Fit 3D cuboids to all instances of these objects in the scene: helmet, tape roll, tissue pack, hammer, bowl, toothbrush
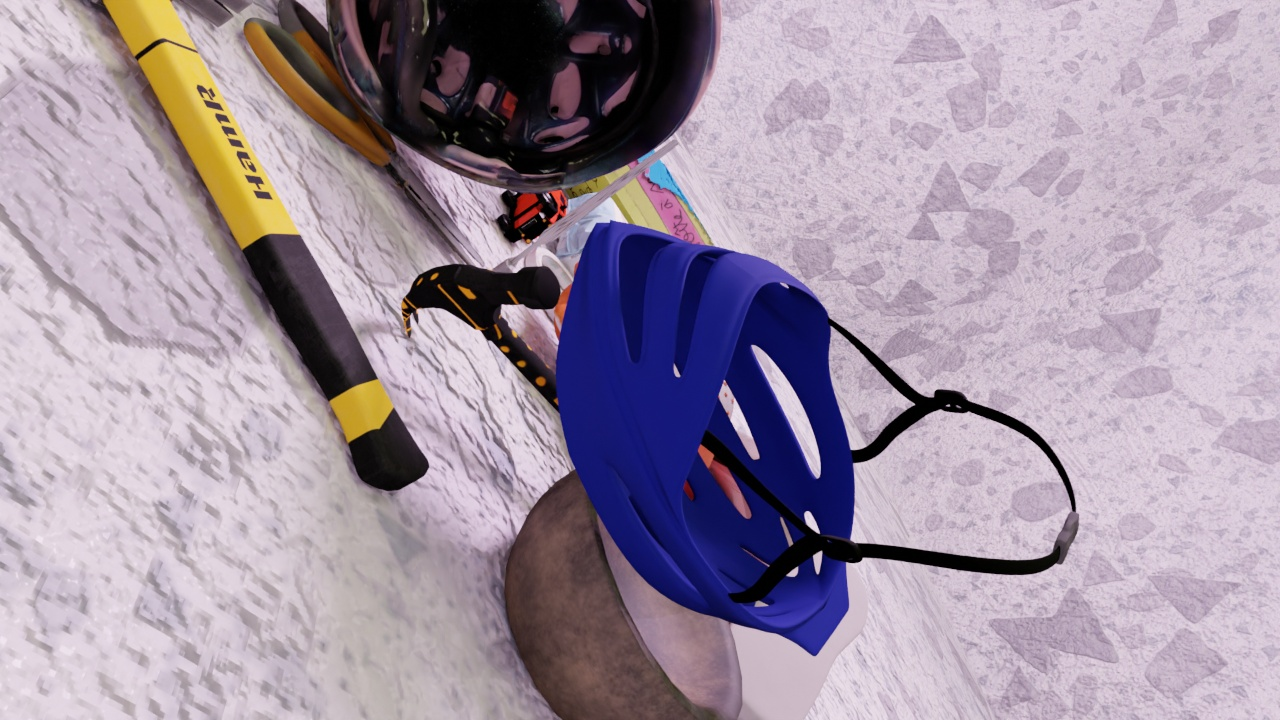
[{"bbox_3d":[-0.078,-0.233,0.640,0.152,0.255,0.230,-120,-147,-78],"label":"helmet"},{"bbox_3d":[-0.072,-0.059,0.828,0.093,0.013,0.093,54,16,-23],"label":"tape roll"},{"bbox_3d":[-0.018,-0.076,0.940,0.182,0.070,0.112,55,15,-28],"label":"tissue pack"},{"bbox_3d":[0.074,0.033,0.435,0.147,0.228,0.241,-37,111,-42],"label":"helmet"},{"bbox_3d":[-0.189,-0.083,0.440,0.324,0.034,0.169,61,13,-1],"label":"hammer"},{"bbox_3d":[-0.013,0.140,0.513,0.162,0.070,0.162,54,15,-22],"label":"bowl"},{"bbox_3d":[-0.027,0.050,0.580,0.320,0.123,0.036,51,49,-40],"label":"hammer"},{"bbox_3d":[0.100,0.118,0.825,0.181,0.071,0.104,-165,-122,-74],"label":"tissue pack"},{"bbox_3d":[-0.047,-0.100,0.649,0.010,0.182,0.010,48,21,-24],"label":"toothbrush"}]

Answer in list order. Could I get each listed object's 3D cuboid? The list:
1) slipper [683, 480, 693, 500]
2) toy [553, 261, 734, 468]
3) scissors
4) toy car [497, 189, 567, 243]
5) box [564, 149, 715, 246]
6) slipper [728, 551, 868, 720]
[{"bbox_3d":[0.039,0.119,0.765,0.103,0.059,0.248,50,19,-35],"label":"slipper"},{"bbox_3d":[-0.004,0.004,0.736,0.172,0.093,0.163,43,23,-15],"label":"toy"},{"bbox_3d":[-0.176,-0.139,0.614,0.228,0.016,0.133,55,14,-19],"label":"scissors"},{"bbox_3d":[-0.093,-0.136,0.827,0.049,0.051,0.100,51,16,-27],"label":"toy car"},{"bbox_3d":[0.003,-0.155,1.052,0.221,0.081,0.125,56,-21,-13],"label":"box"},{"bbox_3d":[0.115,0.240,0.787,0.113,0.081,0.265,41,27,9],"label":"slipper"}]
